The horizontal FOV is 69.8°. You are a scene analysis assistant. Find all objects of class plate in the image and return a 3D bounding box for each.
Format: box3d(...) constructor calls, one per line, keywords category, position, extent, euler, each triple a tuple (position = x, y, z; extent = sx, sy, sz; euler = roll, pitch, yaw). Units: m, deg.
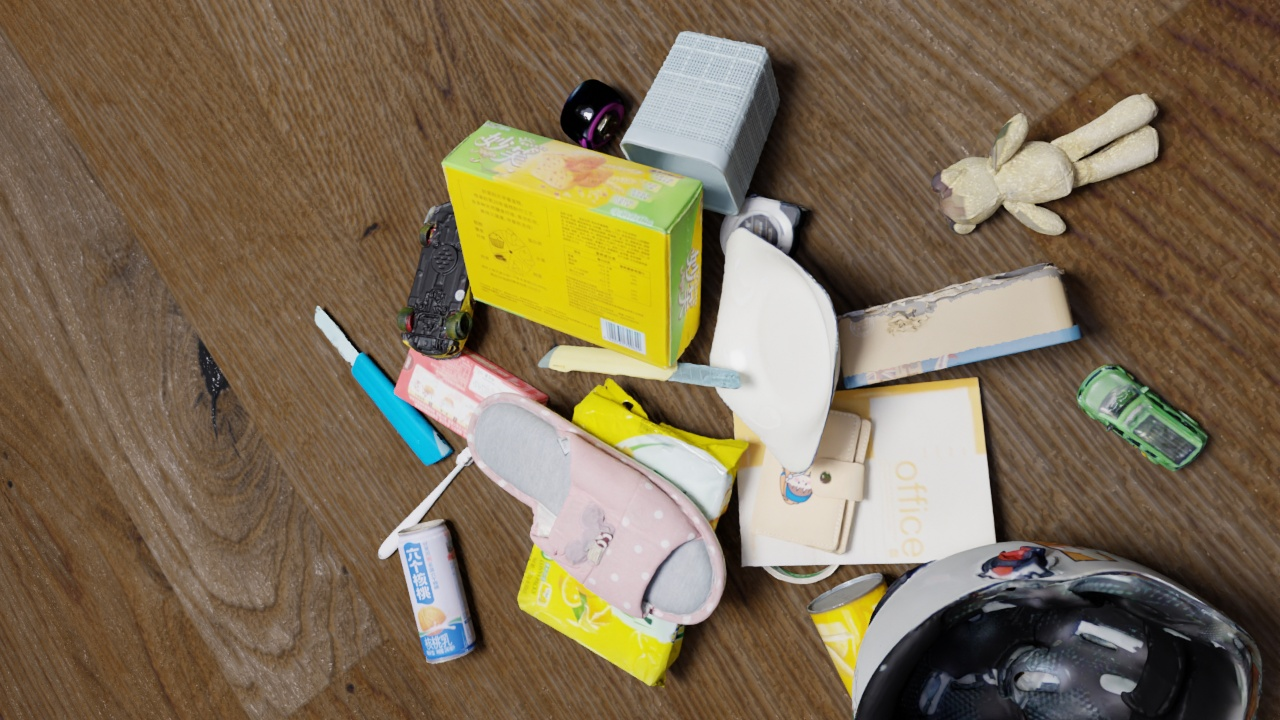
box3d(category="plate", position=(0.112, -0.011, 0.725), extent=(0.163, 0.034, 0.164), euler=(-130, 37, -49))

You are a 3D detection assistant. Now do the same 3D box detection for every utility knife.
box3d(category="utility knife", position=(-0.274, 0.025, 0.956), extent=(0.218, 0.018, 0.034), euler=(47, 113, 11))
box3d(category="utility knife", position=(-0.005, 0.005, 0.814), extent=(0.216, 0.022, 0.030), euler=(4, 59, 39))

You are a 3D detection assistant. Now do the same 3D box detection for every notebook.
box3d(category="notebook", position=(0.178, 0.095, 0.756), extent=(0.207, 0.010, 0.145), euler=(-6, 81, 24))

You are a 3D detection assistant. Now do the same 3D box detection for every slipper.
box3d(category="slipper", position=(-0.047, 0.122, 0.773), extent=(0.274, 0.054, 0.114), euler=(37, 109, 19))

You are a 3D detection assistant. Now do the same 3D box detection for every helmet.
box3d(category="helmet", position=(0.270, 0.221, 0.650), extent=(0.274, 0.156, 0.230), euler=(0, 106, 0))

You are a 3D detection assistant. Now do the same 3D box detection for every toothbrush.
box3d(category="toothbrush", position=(-0.223, 0.149, 0.949), extent=(0.016, 0.016, 0.180), euler=(48, 112, 14))

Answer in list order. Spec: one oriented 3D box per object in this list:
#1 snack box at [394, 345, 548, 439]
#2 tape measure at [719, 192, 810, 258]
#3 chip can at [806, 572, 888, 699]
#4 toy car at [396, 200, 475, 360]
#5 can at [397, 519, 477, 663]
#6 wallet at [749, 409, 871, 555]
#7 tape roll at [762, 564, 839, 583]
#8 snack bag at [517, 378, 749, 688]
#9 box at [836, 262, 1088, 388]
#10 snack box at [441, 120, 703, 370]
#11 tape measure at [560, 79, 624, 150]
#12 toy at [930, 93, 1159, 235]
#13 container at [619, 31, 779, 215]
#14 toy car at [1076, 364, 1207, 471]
box3d(category="snack box", position=(-0.169, 0.034, 0.908), extent=(0.153, 0.025, 0.075), euler=(29, 107, 18))
box3d(category="tape measure", position=(0.102, -0.105, 0.769), extent=(0.066, 0.033, 0.066), euler=(19, 101, 18))
box3d(category="chip can", position=(0.213, 0.285, 0.744), extent=(0.072, 0.072, 0.213), euler=(-28, 83, 24))
box3d(category="toy car", position=(-0.186, -0.078, 0.889), extent=(0.071, 0.041, 0.155), euler=(7, 82, 21))
box3d(category="can", position=(-0.207, 0.233, 0.931), extent=(0.053, 0.053, 0.134), euler=(-14, 90, 24))
box3d(category="wallet", position=(0.141, 0.096, 0.754), extent=(0.087, 0.024, 0.115), euler=(10, 86, 25))
box3d(category="tape roll", position=(0.136, 0.150, 0.793), extent=(0.086, 0.013, 0.086), euler=(3, 97, 24))
box3d(category="snack bag", position=(-0.009, 0.155, 0.826), extent=(0.158, 0.068, 0.247), euler=(24, 106, 22))
box3d(category="box", position=(0.240, -0.025, 0.687), extent=(0.185, 0.089, 0.062), euler=(-12, 87, 28))
box3d(category="snack box", position=(-0.053, -0.097, 0.776), extent=(0.210, 0.069, 0.158), euler=(21, 142, 21))
box3d(category="tape measure", position=(-0.040, -0.215, 0.806), extent=(0.039, 0.057, 0.057), euler=(38, 106, 15))
box3d(category="toy", position=(0.295, -0.144, 0.670), extent=(0.157, 0.066, 0.105), euler=(-20, 130, 20))
box3d(category="container", position=(0.053, -0.192, 0.737), extent=(0.090, 0.090, 0.111), euler=(20, 80, 21))
box3d(category="toy car", position=(0.365, 0.042, 0.670), extent=(0.091, 0.036, 0.043), euler=(41, 111, 19))
